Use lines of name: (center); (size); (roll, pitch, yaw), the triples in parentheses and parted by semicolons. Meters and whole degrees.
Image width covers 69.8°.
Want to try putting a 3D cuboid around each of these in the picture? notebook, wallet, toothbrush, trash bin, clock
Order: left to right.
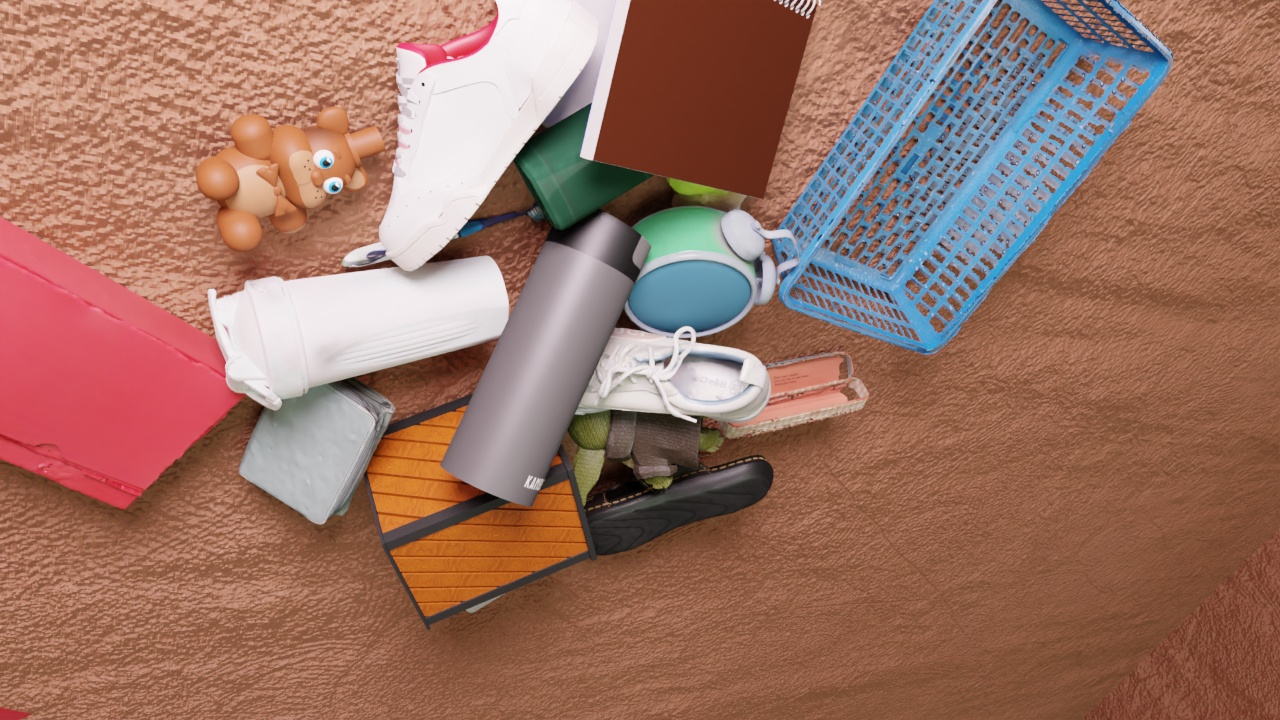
wallet: (-0.279, 0.067, 0.794); (0.100, 0.054, 0.132); (32, 115, 0)
toothbrush: (-0.152, -0.104, 0.757); (0.188, 0.017, 0.016); (-18, 135, -15)
trash bin: (-0.155, 0.131, 0.875); (0.171, 0.139, 0.140); (-21, 135, -12)
clock: (0.061, -0.085, 0.825); (0.162, 0.075, 0.122); (-13, 145, 15)
notebook: (0.052, -0.220, 0.688); (0.208, 0.022, 0.172); (-1, 110, -49)

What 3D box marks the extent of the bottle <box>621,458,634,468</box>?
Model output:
bottle: (0.013, 0.059, 0.965); (0.056, 0.056, 0.105); (23, 115, -40)

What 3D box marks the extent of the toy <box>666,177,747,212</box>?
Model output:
toy: (0.065, -0.162, 0.807); (0.092, 0.046, 0.115); (-20, 142, -12)

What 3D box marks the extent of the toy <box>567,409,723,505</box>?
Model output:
toy: (0.004, 0.055, 0.891); (0.153, 0.078, 0.179); (5, 94, 6)

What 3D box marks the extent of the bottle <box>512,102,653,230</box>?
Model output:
bottle: (-0.026, -0.162, 0.703); (0.131, 0.061, 0.061); (-32, 134, -4)

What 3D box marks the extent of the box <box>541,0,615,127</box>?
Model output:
box: (0.004, -0.263, 0.699); (0.129, 0.036, 0.210); (7, 125, -29)

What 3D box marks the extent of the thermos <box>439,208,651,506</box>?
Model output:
thermos: (-0.075, -0.008, 0.753); (0.082, 0.082, 0.240); (28, 85, -42)

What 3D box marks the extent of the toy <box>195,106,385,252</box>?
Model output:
toy: (-0.243, -0.132, 0.651); (0.127, 0.065, 0.095); (-23, 138, -16)

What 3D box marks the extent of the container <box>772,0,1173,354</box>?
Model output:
container: (0.296, -0.190, 0.875); (0.256, 0.089, 0.363); (14, 120, -37)

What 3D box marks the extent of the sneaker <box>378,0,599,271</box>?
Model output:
sneaker: (-0.139, -0.178, 0.662); (0.104, 0.090, 0.237); (34, 116, -22)

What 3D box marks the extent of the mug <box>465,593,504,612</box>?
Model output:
mug: (-0.166, 0.199, 0.986); (0.097, 0.078, 0.112); (-31, 108, -1)

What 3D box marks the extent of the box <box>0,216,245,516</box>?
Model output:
box: (-0.425, 0.005, 0.680); (0.153, 0.164, 0.214); (-3, 149, 36)

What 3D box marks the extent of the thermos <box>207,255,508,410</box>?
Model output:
thermos: (-0.219, -0.029, 0.734); (0.220, 0.099, 0.099); (-13, 133, -24)

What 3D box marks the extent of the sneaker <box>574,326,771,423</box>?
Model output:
sneaker: (-0.005, 0.005, 0.812); (0.242, 0.089, 0.091); (6, 164, 8)

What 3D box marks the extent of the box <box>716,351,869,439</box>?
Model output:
box: (0.165, 0.036, 1.020); (0.186, 0.082, 0.042); (-12, 144, -22)

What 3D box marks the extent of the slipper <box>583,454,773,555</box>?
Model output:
slipper: (0.018, 0.153, 1.039); (0.268, 0.075, 0.113); (-21, 141, 11)
